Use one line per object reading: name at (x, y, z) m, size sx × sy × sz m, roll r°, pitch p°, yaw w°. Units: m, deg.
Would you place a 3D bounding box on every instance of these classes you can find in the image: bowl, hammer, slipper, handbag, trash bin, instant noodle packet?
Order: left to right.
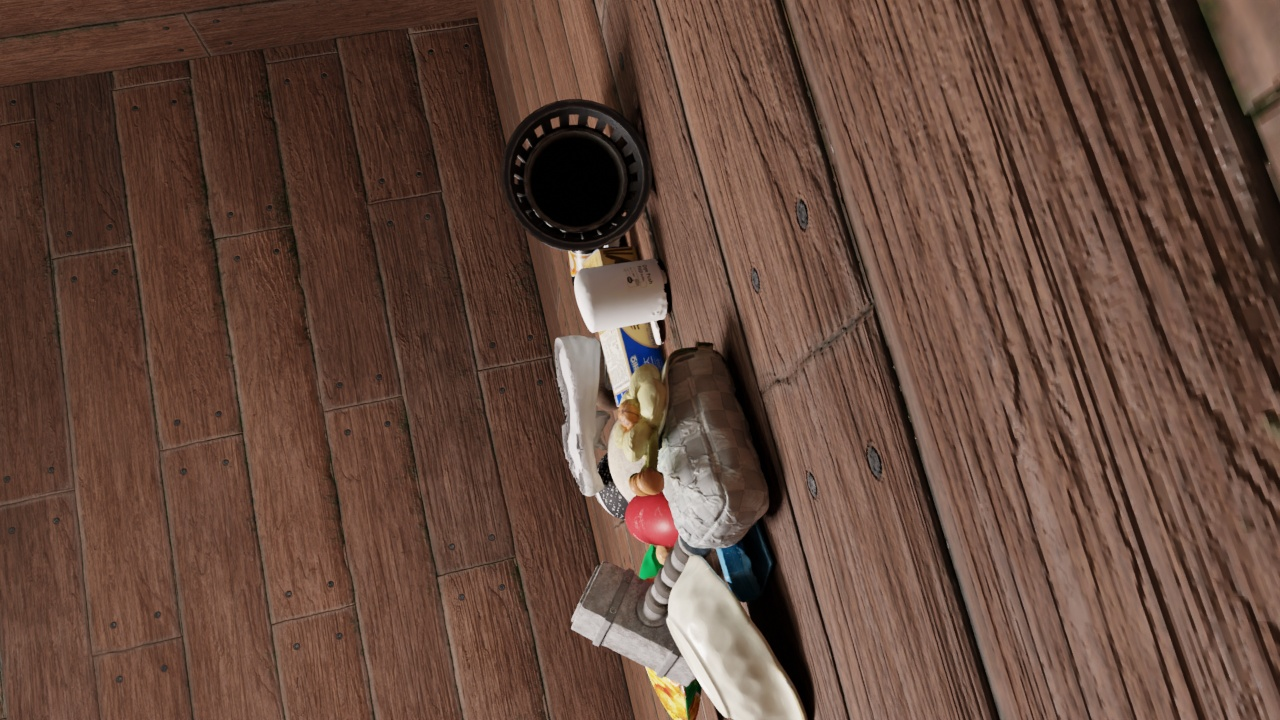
trash bin at (-0.082, -0.210, 1.122) m, size 0.227 × 0.164 × 0.164 m, roll -151°, pitch 50°, yaw -83°
slipper at (-0.082, 0.082, 1.372) m, size 0.112 × 0.074 × 0.247 m, roll -123°, pitch 28°, yaw -78°
bowl at (-0.048, 0.021, 1.463) m, size 0.117 × 0.030 × 0.117 m, roll 30°, pitch -129°, yaw -46°
bowl at (-0.034, 0.201, 1.455) m, size 0.120 × 0.066 × 0.120 m, roll 48°, pitch -152°, yaw -36°
bowl at (-0.006, 0.144, 1.344) m, size 0.178 × 0.081 × 0.178 m, roll 169°, pitch 91°, yaw -80°
hammer at (0.034, 0.266, 1.085) m, size 0.327 × 0.177 × 0.079 m, roll 111°, pitch -174°, yaw -49°
instant noodle packet at (0.042, 0.404, 1.336) m, size 0.196 × 0.090 × 0.252 m, roll 83°, pitch 174°, yaw -50°
handbag at (0.042, 0.084, 0.835) m, size 0.113 × 0.123 × 0.171 m, roll -59°, pitch 42°, yaw 49°
bowl at (0.079, 0.288, 0.905) m, size 0.219 × 0.060 × 0.188 m, roll 39°, pitch 156°, yaw 58°

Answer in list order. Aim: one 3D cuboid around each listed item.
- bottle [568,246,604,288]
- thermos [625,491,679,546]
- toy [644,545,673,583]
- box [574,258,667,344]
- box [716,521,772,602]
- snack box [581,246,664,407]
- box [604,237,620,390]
bottle at (-0.089, -0.197, 1.473) m, size 0.059 × 0.059 × 0.182 m, roll -113°, pitch 14°, yaw -50°
thermos at (0.039, 0.198, 1.155) m, size 0.240 × 0.073 × 0.073 m, roll 147°, pitch 111°, yaw -74°
toy at (0.048, 0.269, 1.240) m, size 0.085 × 0.074 × 0.105 m, roll -63°, pitch 4°, yaw 24°
box at (-0.025, -0.062, 1.115) m, size 0.150 × 0.106 × 0.080 m, roll 93°, pitch 165°, yaw -63°
box at (0.082, 0.122, 0.933) m, size 0.093 × 0.052 × 0.231 m, roll 62°, pitch -171°, yaw -56°
snack box at (-0.019, -0.044, 1.205) m, size 0.056 × 0.057 × 0.206 m, roll -29°, pitch 73°, yaw 58°
box at (-0.045, -0.069, 1.350) m, size 0.209 × 0.037 × 0.188 m, roll 101°, pitch 172°, yaw -72°
